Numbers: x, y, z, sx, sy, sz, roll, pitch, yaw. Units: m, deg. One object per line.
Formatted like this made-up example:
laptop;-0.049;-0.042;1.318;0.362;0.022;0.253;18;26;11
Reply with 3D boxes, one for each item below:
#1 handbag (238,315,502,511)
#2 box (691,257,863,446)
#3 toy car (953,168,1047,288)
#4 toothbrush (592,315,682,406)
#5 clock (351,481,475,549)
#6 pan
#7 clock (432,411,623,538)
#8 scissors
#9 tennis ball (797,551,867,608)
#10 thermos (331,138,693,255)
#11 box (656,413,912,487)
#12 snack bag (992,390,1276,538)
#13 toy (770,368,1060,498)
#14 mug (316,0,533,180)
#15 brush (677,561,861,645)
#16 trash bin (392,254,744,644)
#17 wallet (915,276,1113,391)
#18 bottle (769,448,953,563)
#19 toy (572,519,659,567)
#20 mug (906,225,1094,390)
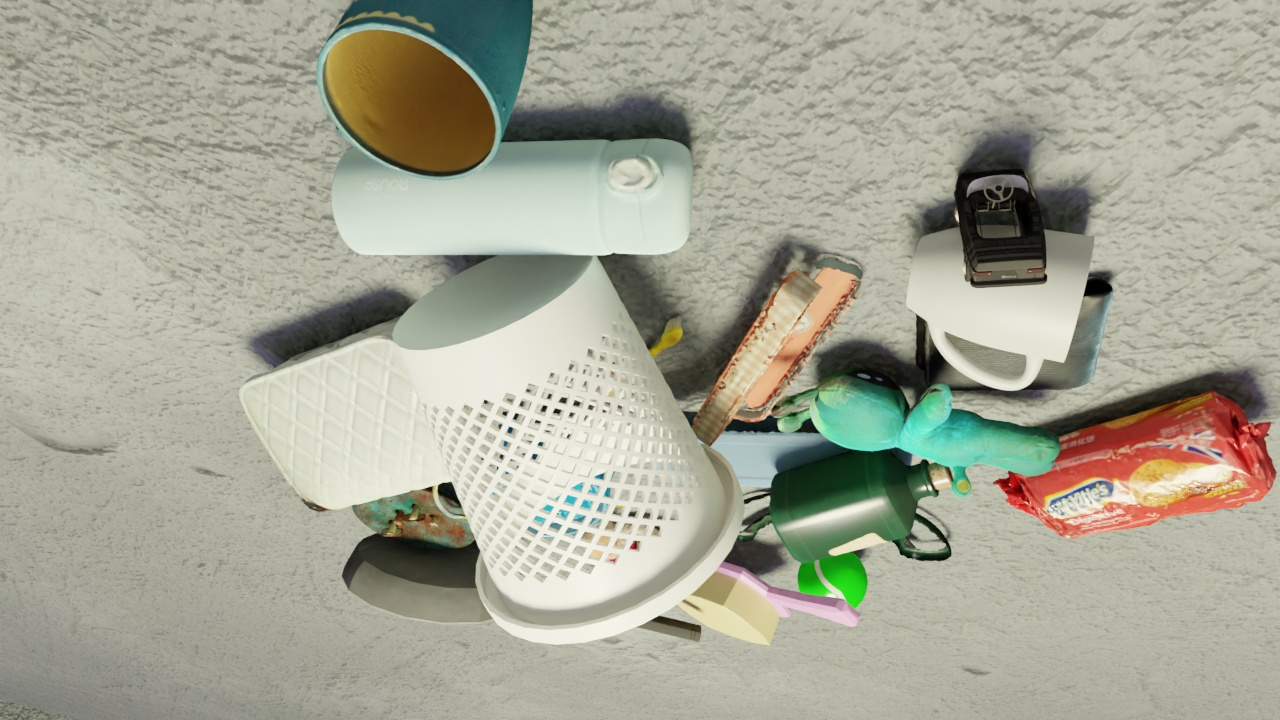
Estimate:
handbag;-0.212;0.044;0.728;0.195;0.072;0.139;-15;110;30
box;0.089;-0.002;0.638;0.048;0.085;0.188;47;147;15
toy car;0.187;-0.072;0.479;0.040;0.092;0.037;-2;131;16
toothbrush;-0.004;0.004;0.691;0.021;0.016;0.136;23;144;-19
clock;-0.215;0.119;0.846;0.122;0.073;0.157;-23;131;37
pan;-0.114;0.224;0.906;0.357;0.041;0.178;12;-174;4
clock;-0.096;0.104;0.784;0.161;0.060;0.117;-10;138;3
scissors;0.174;0.146;0.826;0.202;0.015;0.202;34;136;-21
tennis ball;0.182;0.209;0.870;0.065;0.065;0.065;7;143;5
thermos;-0.071;-0.094;0.533;0.207;0.065;0.078;2;169;12
box;0.112;0.071;0.744;0.210;0.037;0.066;1;130;10
snack bag;0.350;0.079;0.650;0.082;0.082;0.177;35;138;-29
toy;0.186;0.049;0.639;0.193;0.072;0.130;13;167;21
mug;-0.104;-0.147;0.440;0.112;0.104;0.084;-20;134;38
brush;0.112;0.234;0.871;0.089;0.043;0.229;43;156;-22
trash bin;-0.055;0.041;0.601;0.196;0.194;0.200;-10;119;25
wallet;0.238;-0.015;0.595;0.115;0.026;0.089;-3;140;17
bottle;0.169;0.103;0.696;0.131;0.061;0.061;-21;118;24
toy;-0.020;0.175;0.885;0.106;0.074;0.085;43;103;-9
mug;0.204;-0.029;0.537;0.089;0.071;0.107;13;132;21
